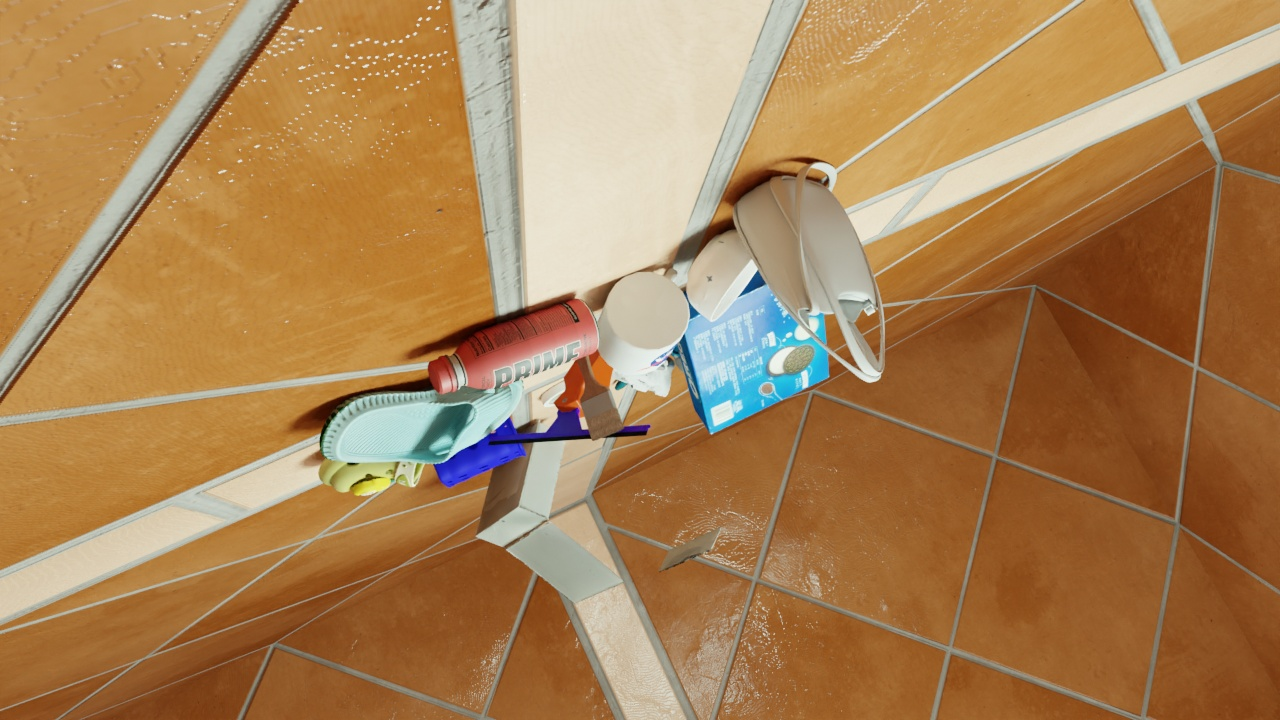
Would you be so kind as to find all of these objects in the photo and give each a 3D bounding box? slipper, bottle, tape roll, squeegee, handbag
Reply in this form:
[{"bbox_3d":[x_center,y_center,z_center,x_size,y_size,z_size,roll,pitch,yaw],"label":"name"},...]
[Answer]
[{"bbox_3d":[-0.007,0.007,1.277,0.112,0.074,0.246,3,176,20],"label":"slipper"},{"bbox_3d":[-0.131,-0.010,0.945,0.176,0.062,0.062,-21,168,-25],"label":"bottle"},{"bbox_3d":[-0.294,0.119,1.128,0.190,0.081,0.092,-26,172,-14],"label":"slipper"},{"bbox_3d":[-0.104,0.043,1.369,0.093,0.013,0.093,-25,168,-6],"label":"tape roll"},{"bbox_3d":[-0.061,0.019,1.104,0.250,0.055,0.184,-7,-142,38],"label":"squeegee"},{"bbox_3d":[0.202,-0.083,0.945,0.096,0.222,0.215,-32,167,32],"label":"handbag"},{"bbox_3d":[-0.229,0.074,1.032,0.275,0.069,0.116,-7,136,-52],"label":"slipper"}]

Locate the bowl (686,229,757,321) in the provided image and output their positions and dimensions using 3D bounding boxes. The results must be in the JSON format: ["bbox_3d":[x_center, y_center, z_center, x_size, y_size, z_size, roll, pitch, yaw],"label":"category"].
[{"bbox_3d":[0.090,-0.099,1.007,0.104,0.054,0.105,-49,169,-13],"label":"bowl"}]

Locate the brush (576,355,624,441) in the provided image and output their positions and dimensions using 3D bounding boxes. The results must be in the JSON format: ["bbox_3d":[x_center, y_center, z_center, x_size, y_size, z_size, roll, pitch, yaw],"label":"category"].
[{"bbox_3d":[-0.057,0.015,1.013,0.045,0.143,0.008,-24,170,34],"label":"brush"}]

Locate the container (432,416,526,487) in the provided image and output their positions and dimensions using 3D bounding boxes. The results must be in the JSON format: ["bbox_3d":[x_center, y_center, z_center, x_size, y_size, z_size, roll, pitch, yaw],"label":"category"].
[{"bbox_3d":[-0.222,0.108,1.219,0.113,0.085,0.084,-24,168,-8],"label":"container"}]

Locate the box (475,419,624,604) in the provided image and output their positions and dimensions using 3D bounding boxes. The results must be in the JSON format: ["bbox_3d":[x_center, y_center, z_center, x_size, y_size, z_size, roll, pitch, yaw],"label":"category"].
[{"bbox_3d":[-0.133,0.357,1.474,0.148,0.506,0.167,-11,163,-39],"label":"box"}]

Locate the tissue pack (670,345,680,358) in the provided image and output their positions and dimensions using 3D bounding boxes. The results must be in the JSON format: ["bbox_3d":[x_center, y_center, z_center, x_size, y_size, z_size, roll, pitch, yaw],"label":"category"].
[{"bbox_3d":[0.099,-0.043,1.308,0.144,0.061,0.093,-28,169,10],"label":"tissue pack"}]

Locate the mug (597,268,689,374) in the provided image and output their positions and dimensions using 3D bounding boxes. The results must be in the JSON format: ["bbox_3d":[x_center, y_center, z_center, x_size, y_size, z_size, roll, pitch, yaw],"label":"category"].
[{"bbox_3d":[0.007,-0.052,1.031,0.121,0.091,0.090,-60,-179,-20],"label":"mug"}]

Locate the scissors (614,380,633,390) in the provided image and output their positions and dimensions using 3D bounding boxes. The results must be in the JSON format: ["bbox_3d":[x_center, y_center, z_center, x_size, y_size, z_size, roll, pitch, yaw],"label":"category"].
[{"bbox_3d":[0.002,0.016,1.466,0.129,0.019,0.138,-23,163,17],"label":"scissors"}]

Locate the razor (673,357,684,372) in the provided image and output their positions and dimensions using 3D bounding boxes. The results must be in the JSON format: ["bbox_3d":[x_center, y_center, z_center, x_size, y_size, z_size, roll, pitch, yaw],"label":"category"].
[{"bbox_3d":[0.116,-0.023,1.433,0.116,0.047,0.088,-33,170,16],"label":"razor"}]

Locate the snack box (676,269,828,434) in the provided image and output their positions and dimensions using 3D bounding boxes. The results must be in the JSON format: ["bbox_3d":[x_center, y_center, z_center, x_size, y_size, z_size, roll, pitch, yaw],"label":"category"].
[{"bbox_3d":[0.151,-0.026,1.240,0.195,0.056,0.239,-25,137,-7],"label":"snack box"}]
